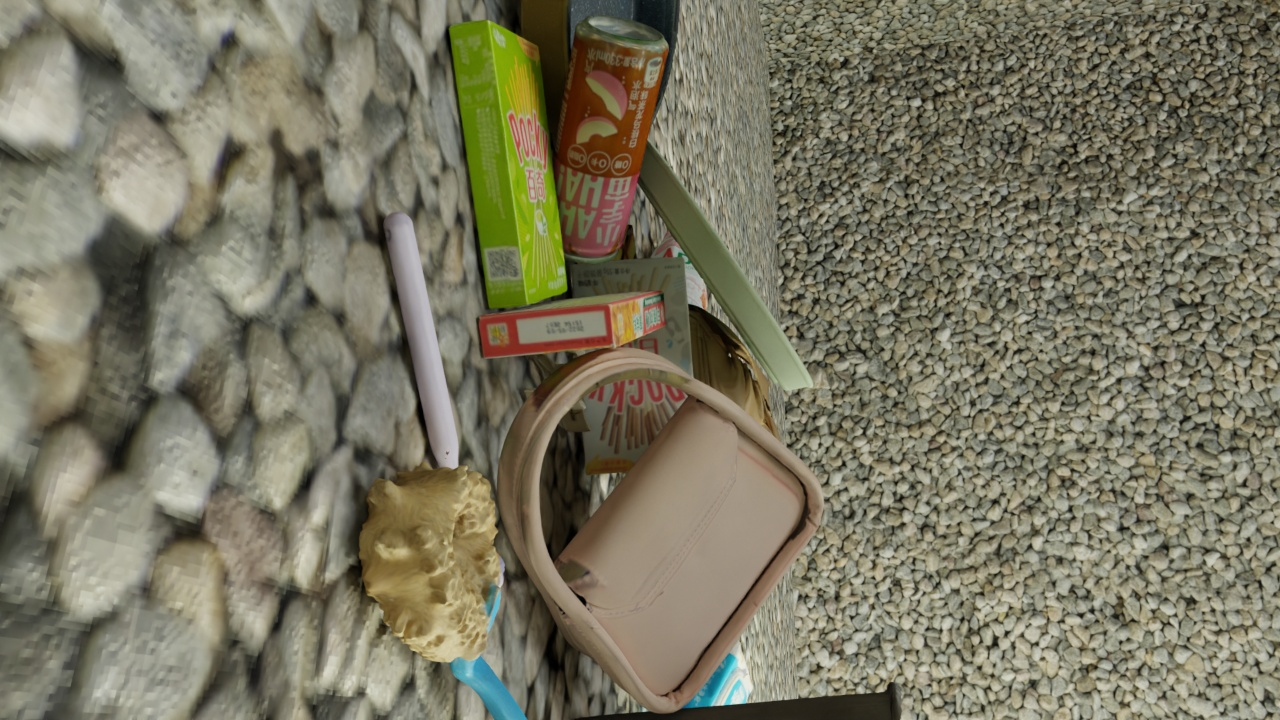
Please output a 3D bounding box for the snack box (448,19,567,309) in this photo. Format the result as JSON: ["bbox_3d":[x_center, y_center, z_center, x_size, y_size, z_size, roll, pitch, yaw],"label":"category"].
[{"bbox_3d":[-0.075,-0.113,0.543,0.085,0.026,0.156,-39,123,-76],"label":"snack box"}]

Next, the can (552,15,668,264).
[{"bbox_3d":[-0.025,-0.139,0.587,0.057,0.058,0.148,-73,178,-58],"label":"can"}]

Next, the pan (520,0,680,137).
[{"bbox_3d":[-0.023,-0.282,0.583,0.358,0.078,0.197,66,40,-59],"label":"pan"}]

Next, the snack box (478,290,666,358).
[{"bbox_3d":[-0.035,-0.025,0.571,0.155,0.077,0.027,-30,115,-76],"label":"snack box"}]

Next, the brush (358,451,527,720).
[{"bbox_3d":[-0.066,0.155,0.426,0.083,0.046,0.255,-76,152,-64],"label":"brush"}]

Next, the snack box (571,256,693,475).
[{"bbox_3d":[-0.004,0.004,0.679,0.027,0.084,0.156,163,-77,-86],"label":"snack box"}]

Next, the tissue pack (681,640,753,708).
[{"bbox_3d":[0.058,0.304,0.844,0.089,0.063,0.140,-54,149,-25],"label":"tissue pack"}]

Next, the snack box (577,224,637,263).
[{"bbox_3d":[-0.021,-0.038,0.745,0.086,0.034,0.140,-45,131,-74],"label":"snack box"}]

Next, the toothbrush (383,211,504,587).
[{"bbox_3d":[-0.093,0.023,0.434,0.021,0.029,0.189,-23,112,-36],"label":"toothbrush"}]

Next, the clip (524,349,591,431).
[{"bbox_3d":[-0.050,0.028,0.601,0.104,0.034,0.076,78,10,-64],"label":"clip"}]

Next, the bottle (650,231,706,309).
[{"bbox_3d":[0.035,-0.081,0.940,0.196,0.068,0.068,-81,162,-57],"label":"bottle"}]

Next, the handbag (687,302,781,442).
[{"bbox_3d":[0.067,0.040,0.798,0.204,0.100,0.147,39,45,-68],"label":"handbag"}]

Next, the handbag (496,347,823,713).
[{"bbox_3d":[0.002,0.091,0.574,0.193,0.093,0.234,-52,133,-15],"label":"handbag"}]

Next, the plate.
[{"bbox_3d":[0.058,-0.069,0.706,0.230,0.027,0.230,54,6,-9],"label":"plate"}]

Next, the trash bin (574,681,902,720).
[{"bbox_3d":[0.072,0.317,0.613,0.199,0.220,0.198,56,33,-65],"label":"trash bin"}]
